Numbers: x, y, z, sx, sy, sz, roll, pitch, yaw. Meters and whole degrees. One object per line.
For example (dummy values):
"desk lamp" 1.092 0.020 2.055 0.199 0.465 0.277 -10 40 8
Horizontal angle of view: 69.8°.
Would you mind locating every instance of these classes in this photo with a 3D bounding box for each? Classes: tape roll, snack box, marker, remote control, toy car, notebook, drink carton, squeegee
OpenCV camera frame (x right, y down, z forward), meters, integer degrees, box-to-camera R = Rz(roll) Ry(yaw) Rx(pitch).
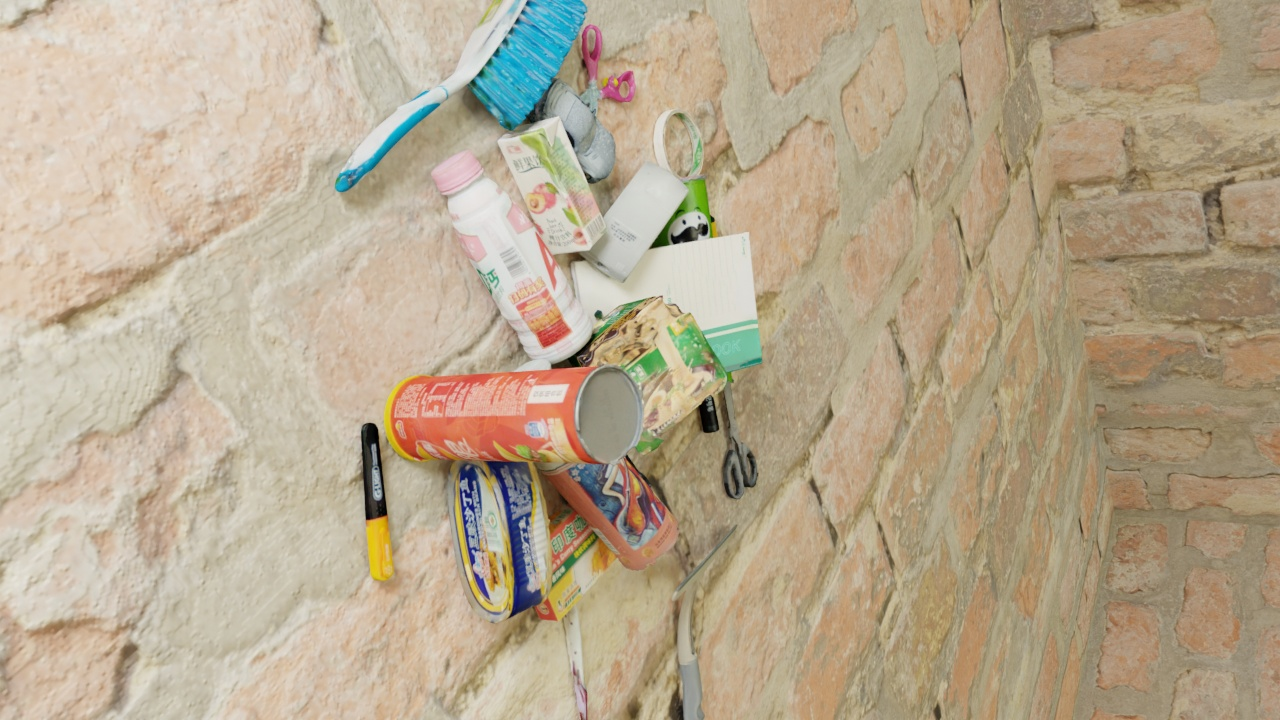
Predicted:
"tape roll" 0.045 -0.247 1.062 0.085 0.014 0.086 3 86 -53
"snack box" -0.057 0.175 0.898 0.155 0.027 0.077 -40 118 -46
"marker" -0.205 0.110 0.714 0.018 0.015 0.124 -6 92 -57
"remote control" -0.005 -0.142 0.929 0.056 0.019 0.134 34 64 -2
"toy car" -0.062 -0.223 0.897 0.120 0.037 0.054 42 64 -47
"snack box" -0.005 0.005 0.885 0.118 0.106 0.117 -39 113 -16
"notebook" 0.034 -0.046 0.966 0.208 0.012 0.150 -13 102 -25
"marker" 0.073 0.021 1.085 0.022 0.020 0.132 -58 138 -77
"drink carton" -0.080 -0.163 0.860 0.045 0.054 0.122 -52 128 -43
"squeegee" 0.061 0.333 1.040 0.246 0.039 0.246 -16 108 -70

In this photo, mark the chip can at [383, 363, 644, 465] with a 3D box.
"chip can" -0.101 0.041 0.688 0.073 0.217 0.073 7 81 -49

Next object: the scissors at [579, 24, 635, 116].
"scissors" -0.048 -0.283 0.941 0.133 0.017 0.124 -44 126 -40

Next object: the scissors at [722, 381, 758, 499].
"scissors" 0.112 0.089 1.133 0.173 0.014 0.140 54 50 -39

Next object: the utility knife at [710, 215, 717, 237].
"utility knife" 0.091 -0.084 1.115 0.033 0.015 0.197 -24 109 -43

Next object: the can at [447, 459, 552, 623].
"can" -0.119 0.145 0.778 0.049 0.075 0.148 -15 101 -50

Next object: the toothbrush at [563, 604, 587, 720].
"toothbrush" -0.056 0.321 0.903 0.017 0.016 0.187 -19 104 -60

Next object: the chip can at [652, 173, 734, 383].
"chip can" 0.054 -0.084 1.020 0.072 0.072 0.236 -20 105 -52

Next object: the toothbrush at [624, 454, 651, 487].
"toothbrush" -0.033 0.078 0.944 0.018 0.016 0.181 -52 129 -29

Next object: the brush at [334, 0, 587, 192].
"brush" -0.145 -0.232 0.784 0.109 0.061 0.313 43 58 -37

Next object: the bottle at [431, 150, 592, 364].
"bottle" -0.114 -0.089 0.806 0.197 0.068 0.068 59 45 -26

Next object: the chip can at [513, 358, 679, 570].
"chip can" -0.049 0.100 0.844 0.215 0.071 0.071 53 48 -24
